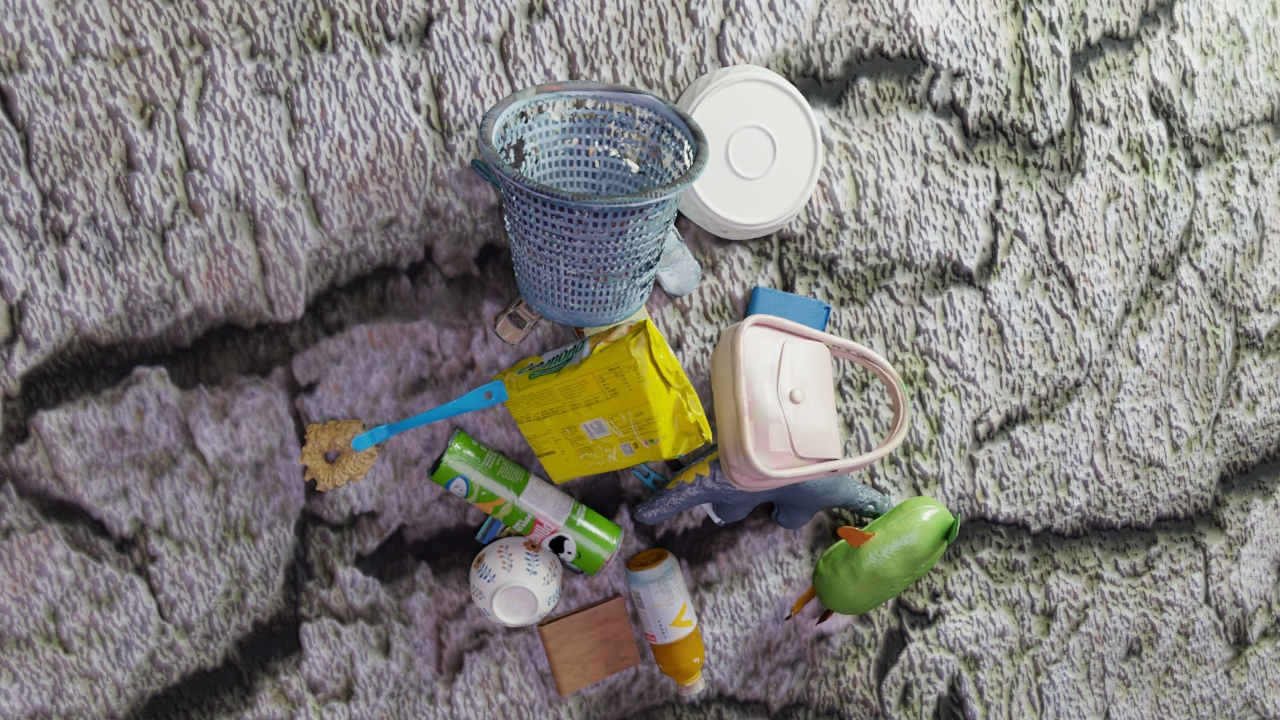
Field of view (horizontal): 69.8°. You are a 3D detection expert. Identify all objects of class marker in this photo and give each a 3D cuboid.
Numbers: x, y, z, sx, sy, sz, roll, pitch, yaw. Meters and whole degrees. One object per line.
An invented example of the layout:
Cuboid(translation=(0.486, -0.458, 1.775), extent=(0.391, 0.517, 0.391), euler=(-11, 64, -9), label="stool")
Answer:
Cuboid(translation=(0.068, 0.160, 1.157), extent=(0.018, 0.022, 0.131), euler=(-41, 104, -7), label="marker")

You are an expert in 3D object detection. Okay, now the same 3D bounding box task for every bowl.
Cuboid(translation=(-0.148, 0.273, 1.092), extent=(0.113, 0.062, 0.113), euler=(-2, 110, -6), label="bowl")

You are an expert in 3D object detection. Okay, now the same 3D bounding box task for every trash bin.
Cuboid(translation=(-0.055, -0.152, 0.961), extent=(0.226, 0.226, 0.195), euler=(-4, 135, -12), label="trash bin")

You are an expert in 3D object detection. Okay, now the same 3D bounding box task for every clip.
Cuboid(translation=(0.013, 0.148, 1.147), extent=(0.056, 0.014, 0.041), euler=(37, 89, -15), label="clip")

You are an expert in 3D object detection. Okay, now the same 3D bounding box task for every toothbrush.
Cuboid(translation=(-0.124, -0.165, 1.068), extent=(0.191, 0.018, 0.016), euler=(42, 87, -17), label="toothbrush")

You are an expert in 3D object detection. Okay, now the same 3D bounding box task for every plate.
Cuboid(translation=(0.128, -0.248, 1.096), extent=(0.204, 0.045, 0.205), euler=(-2, 98, -12), label="plate")

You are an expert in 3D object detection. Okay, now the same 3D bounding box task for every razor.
Cuboid(translation=(-0.129, 0.227, 1.122), extent=(0.142, 0.022, 0.043), euler=(28, 107, -15), label="razor")

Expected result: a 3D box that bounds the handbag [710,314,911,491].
Cuboid(translation=(0.204, 0.052, 1.074), extent=(0.234, 0.093, 0.193), euler=(2, 72, -12), label="handbag")

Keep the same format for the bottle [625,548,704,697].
Cuboid(translation=(0.037, 0.331, 1.152), extent=(0.068, 0.068, 0.189), euler=(-20, 102, -9), label="bottle")

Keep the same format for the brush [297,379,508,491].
Cuboid(translation=(-0.270, 0.077, 1.036), extent=(0.255, 0.046, 0.083), euler=(-21, 96, 4), label="brush")

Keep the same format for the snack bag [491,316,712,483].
Cuboid(translation=(-0.046, 0.055, 1.023), extent=(0.158, 0.247, 0.068), euler=(60, 40, -14), label="snack bag")

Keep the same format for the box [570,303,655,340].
Cuboid(translation=(-0.007, 0.006, 1.078), extent=(0.091, 0.079, 0.168), euler=(-28, 110, -8), label="box")

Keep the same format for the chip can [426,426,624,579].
Cuboid(translation=(-0.134, 0.167, 1.079), extent=(0.236, 0.072, 0.072), euler=(34, 90, -11), label="chip can")

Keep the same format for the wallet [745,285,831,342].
Cuboid(translation=(0.175, -0.019, 1.145), extent=(0.106, 0.040, 0.133), euler=(13, 96, -6), label="wallet")

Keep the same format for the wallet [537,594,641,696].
Cuboid(translation=(-0.063, 0.359, 1.160), extent=(0.115, 0.020, 0.101), euler=(-19, 104, -12), label="wallet")

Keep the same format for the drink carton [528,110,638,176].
Cuboid(translation=(-0.067, -0.232, 1.053), extent=(0.122, 0.045, 0.053), euler=(29, 102, -14), label="drink carton")

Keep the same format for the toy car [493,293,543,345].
Cuboid(translation=(-0.133, -0.057, 1.072), extent=(0.042, 0.035, 0.090), euler=(43, 90, -14), label="toy car")

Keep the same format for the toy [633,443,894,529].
Cuboid(translation=(0.169, 0.150, 1.139), extent=(0.356, 0.091, 0.138), euler=(6, 102, -17), label="toy")

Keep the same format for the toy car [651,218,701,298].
Cuboid(translation=(0.028, -0.131, 1.097), extent=(0.054, 0.037, 0.120), euler=(-35, 107, -6), label="toy car")

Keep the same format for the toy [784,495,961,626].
Cuboid(translation=(0.293, 0.255, 1.153), extent=(0.247, 0.090, 0.227), euler=(-38, 141, 12), label="toy")
